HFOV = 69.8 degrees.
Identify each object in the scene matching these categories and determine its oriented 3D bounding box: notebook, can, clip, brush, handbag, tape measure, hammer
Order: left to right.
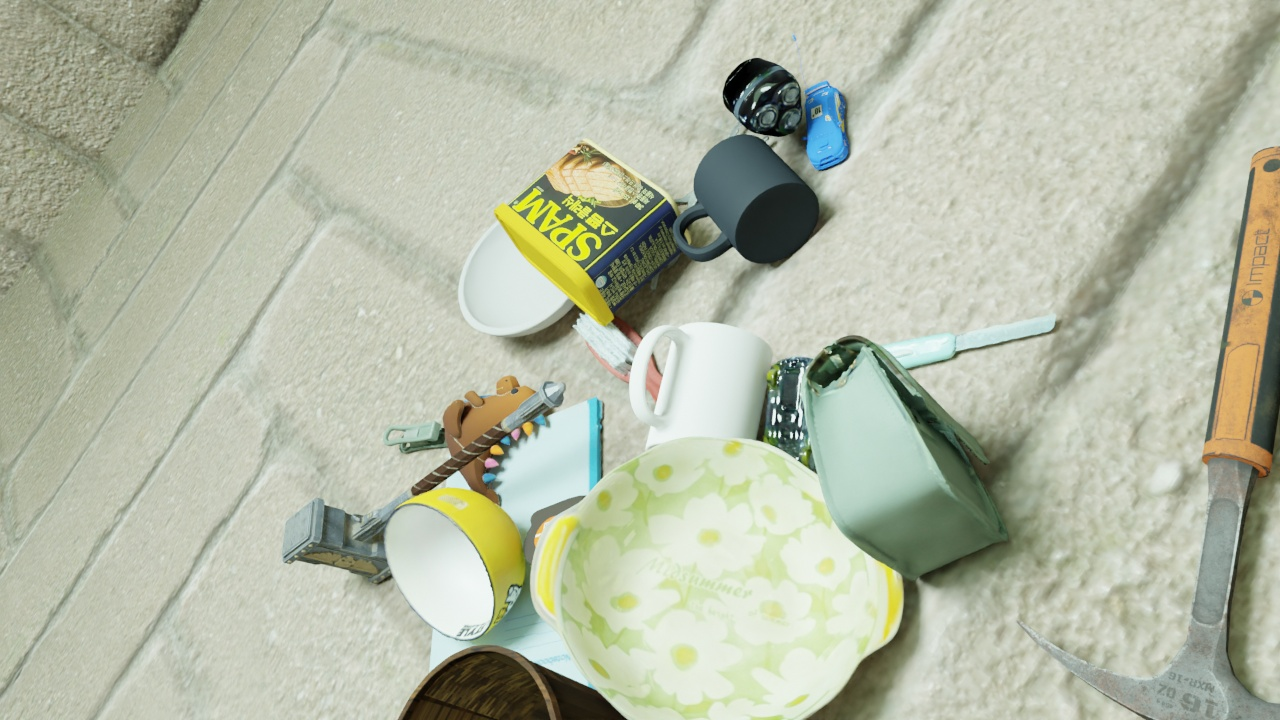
[{"bbox_3d":[-0.217,0.074,0.891,0.076,0.042,0.023,-10,57,37],"label":"clip"},{"bbox_3d":[-0.169,0.097,0.750,0.323,0.098,0.044,-35,46,32],"label":"hammer"},{"bbox_3d":[-0.103,0.167,0.748,0.181,0.009,0.252,-23,52,30],"label":"notebook"},{"bbox_3d":[-0.055,0.137,0.692,0.058,0.038,0.058,-25,38,27],"label":"tape measure"},{"bbox_3d":[-0.040,-0.112,0.775,0.104,0.075,0.135,-42,54,-8],"label":"can"},{"bbox_3d":[-0.004,0.004,0.746,0.041,0.030,0.172,-51,44,5],"label":"brush"},{"bbox_3d":[0.148,0.055,0.515,0.067,0.121,0.106,-30,49,24],"label":"handbag"},{"bbox_3d":[0.293,0.031,0.470,0.138,0.035,0.313,4,68,42],"label":"hammer"}]

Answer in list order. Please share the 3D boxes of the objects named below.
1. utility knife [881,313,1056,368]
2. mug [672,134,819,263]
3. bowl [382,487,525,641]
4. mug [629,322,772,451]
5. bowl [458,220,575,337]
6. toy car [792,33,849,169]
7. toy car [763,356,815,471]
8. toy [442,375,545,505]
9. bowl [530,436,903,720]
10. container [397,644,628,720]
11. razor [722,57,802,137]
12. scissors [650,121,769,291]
[{"bbox_3d":[0.185,-0.007,0.600,0.166,0.015,0.022,-14,79,32],"label":"utility knife"},{"bbox_3d":[0.075,-0.117,0.714,0.105,0.071,0.077,-33,46,3],"label":"mug"},{"bbox_3d":[-0.136,0.150,0.716,0.117,0.067,0.117,14,117,30],"label":"bowl"},{"bbox_3d":[0.037,0.022,0.641,0.074,0.110,0.090,-9,59,47],"label":"mug"},{"bbox_3d":[-0.099,-0.080,0.866,0.150,0.043,0.149,-15,56,24],"label":"bowl"},{"bbox_3d":[0.136,-0.205,0.727,0.033,0.062,0.091,-18,55,33],"label":"toy car"},{"bbox_3d":[0.106,0.042,0.628,0.039,0.027,0.089,1,79,39],"label":"toy car"},{"bbox_3d":[-0.120,0.069,0.791,0.090,0.070,0.103,-27,71,11],"label":"toy"},{"bbox_3d":[0.045,0.142,0.564,0.219,0.060,0.188,3,57,7],"label":"bowl"},{"bbox_3d":[-0.043,0.249,0.530,0.132,0.167,0.132,-21,53,31],"label":"container"},{"bbox_3d":[0.100,-0.218,0.759,0.053,0.063,0.140,-44,14,14],"label":"razor"},{"bbox_3d":[0.049,-0.136,0.797,0.142,0.014,0.157,-15,57,39],"label":"scissors"}]
